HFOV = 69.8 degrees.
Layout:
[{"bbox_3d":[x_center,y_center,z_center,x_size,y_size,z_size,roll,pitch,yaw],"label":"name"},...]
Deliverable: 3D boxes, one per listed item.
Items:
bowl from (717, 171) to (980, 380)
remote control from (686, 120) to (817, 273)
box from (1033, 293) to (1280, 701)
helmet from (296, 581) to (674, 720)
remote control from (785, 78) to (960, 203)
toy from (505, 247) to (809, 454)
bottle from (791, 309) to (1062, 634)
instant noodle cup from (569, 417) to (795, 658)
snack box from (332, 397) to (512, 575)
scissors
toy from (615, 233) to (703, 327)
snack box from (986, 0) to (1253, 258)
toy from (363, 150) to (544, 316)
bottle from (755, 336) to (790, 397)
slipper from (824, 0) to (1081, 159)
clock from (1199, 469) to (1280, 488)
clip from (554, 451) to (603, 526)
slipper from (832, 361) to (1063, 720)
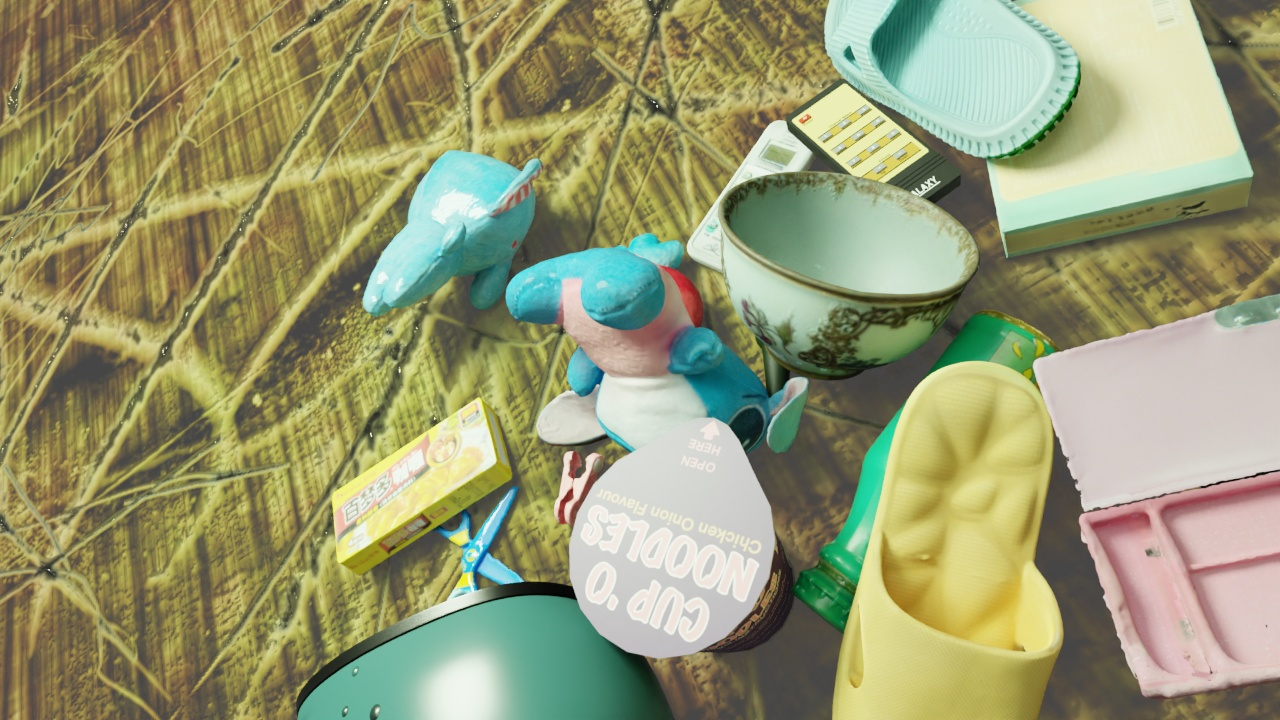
[{"bbox_3d":[0.122,-0.045,0.587,0.160,0.094,0.159,5,36,-4],"label":"bowl"},{"bbox_3d":[0.090,-0.126,0.716,0.050,0.022,0.133,30,81,34],"label":"remote control"},{"bbox_3d":[0.327,0.050,0.428,0.233,0.040,0.179,-16,67,17],"label":"box"},{"bbox_3d":[-0.102,0.266,0.525,0.275,0.176,0.200,-29,54,15],"label":"helmet"},{"bbox_3d":[0.168,-0.155,0.673,0.058,0.013,0.133,-36,57,-3],"label":"remote control"},{"bbox_3d":[-0.004,0.004,0.602,0.225,0.191,0.098,-2,49,44],"label":"toy"},{"bbox_3d":[0.170,0.069,0.553,0.068,0.068,0.209,35,84,34],"label":"bottle"},{"bbox_3d":[0.042,0.119,0.558,0.122,0.122,0.136,13,72,30],"label":"instant noodle cup"},{"bbox_3d":[-0.175,0.099,0.724,0.152,0.025,0.075,-33,44,8],"label":"snack box"},{"bbox_3d":[-0.128,0.149,0.693,0.125,0.013,0.126,21,79,34],"label":"scissors"},{"bbox_3d":[-0.001,-0.048,0.704,0.092,0.062,0.132,-13,42,4],"label":"toy"},{"bbox_3d":[0.304,-0.174,0.621,0.142,0.044,0.193,-11,61,23],"label":"snack box"},{"bbox_3d":[-0.154,-0.096,0.773,0.184,0.115,0.180,-12,40,45],"label":"toy"},{"bbox_3d":[0.098,-0.023,0.655,0.033,0.033,0.122,-7,64,23],"label":"bottle"},{"bbox_3d":[0.199,-0.235,0.655,0.116,0.069,0.276,-54,39,24],"label":"slipper"},{"bbox_3d":[0.352,0.062,0.472,0.118,0.060,0.161,-2,65,25],"label":"clock"},{"bbox_3d":[-0.052,0.091,0.680,0.045,0.023,0.059,29,79,38],"label":"clip"},{"bbox_3d":[0.162,0.129,0.476,0.099,0.078,0.263,10,86,7],"label":"slipper"}]
